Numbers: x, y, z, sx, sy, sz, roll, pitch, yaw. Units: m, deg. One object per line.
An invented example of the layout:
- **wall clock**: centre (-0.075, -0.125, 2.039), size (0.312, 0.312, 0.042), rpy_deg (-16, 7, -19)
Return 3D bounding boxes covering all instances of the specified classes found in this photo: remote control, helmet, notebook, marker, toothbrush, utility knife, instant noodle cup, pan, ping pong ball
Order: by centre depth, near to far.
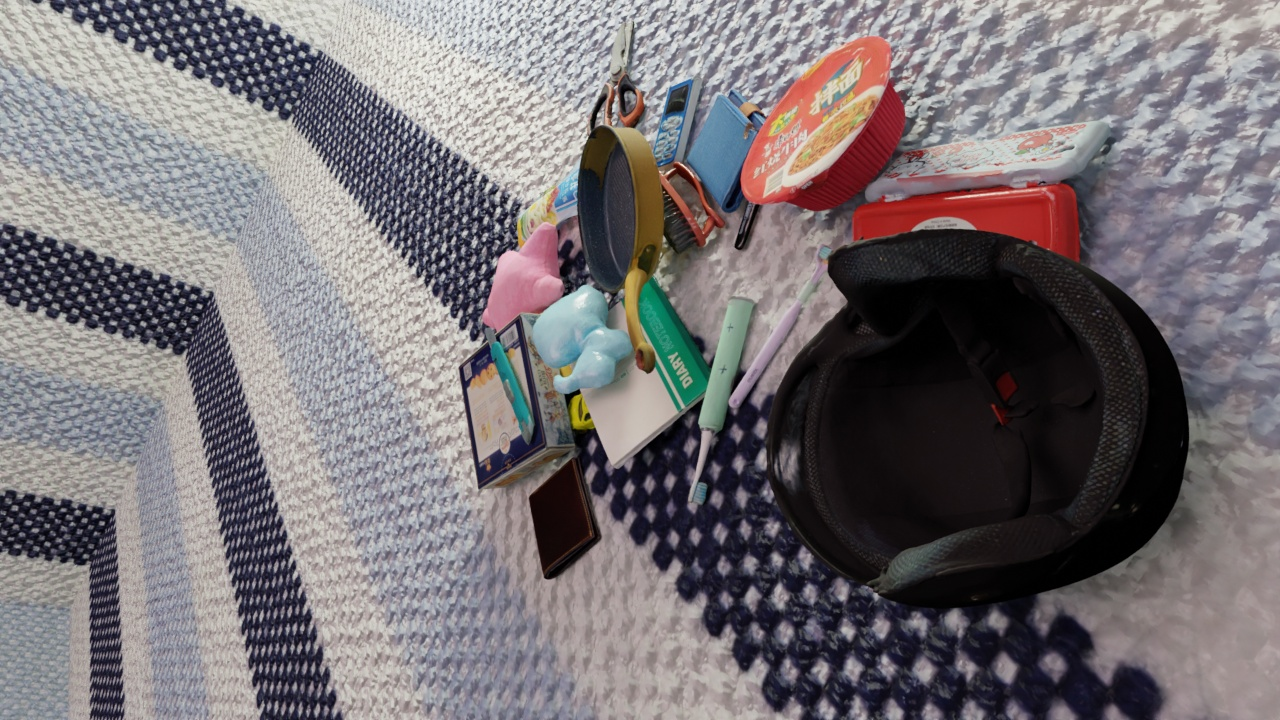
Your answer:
- **helmet**: centre (0.219, 0.046, 0.617), size (0.276, 0.229, 0.233), rpy_deg (-27, 60, 51)
- **instant noodle cup**: centre (0.185, -0.215, 0.890), size (0.194, 0.066, 0.193), rpy_deg (-43, 27, 28)
- **toothbrush**: centre (0.142, -0.030, 0.920), size (0.189, 0.029, 0.021), rpy_deg (-59, -2, 15)
- **toothbrush**: centre (0.080, 0.040, 0.955), size (0.027, 0.026, 0.224), rpy_deg (14, 81, 9)
- **marker**: centre (0.126, -0.181, 1.013), size (0.018, 0.015, 0.124), rpy_deg (12, 83, 58)
- **pan**: centre (-0.018, -0.122, 1.041), size (0.198, 0.078, 0.357), rpy_deg (105, 150, -44)
- **notebook**: centre (-0.006, 0.006, 1.064), size (0.150, 0.012, 0.209), rpy_deg (-40, 44, 12)
- **utility knife**: centre (-0.166, 0.026, 1.145), size (0.029, 0.013, 0.179), rpy_deg (-52, 51, 35)
- **ping pong ball**: centre (-0.084, 0.013, 1.159), size (0.040, 0.040, 0.040), rpy_deg (-26, 54, 42)
- **remote control**: centre (0.046, -0.299, 1.161), size (0.049, 0.024, 0.124), rpy_deg (-2, 71, 51)

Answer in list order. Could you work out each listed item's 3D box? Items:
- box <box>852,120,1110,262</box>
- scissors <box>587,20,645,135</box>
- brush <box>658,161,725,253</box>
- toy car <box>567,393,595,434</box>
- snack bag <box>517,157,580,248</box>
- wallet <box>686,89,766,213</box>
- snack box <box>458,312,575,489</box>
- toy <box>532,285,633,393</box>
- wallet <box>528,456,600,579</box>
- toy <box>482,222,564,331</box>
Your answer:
- **box**: centre (0.274, -0.133, 0.770), size (0.202, 0.073, 0.154), rpy_deg (5, 74, 52)
- **scissors**: centre (-0.021, -0.398, 1.290), size (0.207, 0.015, 0.192), rpy_deg (-53, 48, -1)
- **brush**: centre (0.046, -0.183, 1.081), size (0.069, 0.063, 0.145), rpy_deg (-30, 45, 1)
- **toy car**: centre (-0.059, 0.055, 1.116), size (0.105, 0.032, 0.048), rpy_deg (-28, 53, 43)
- **snack bag**: centre (-0.106, -0.229, 1.306), size (0.192, 0.039, 0.110), rpy_deg (-33, 38, 37)
- **wallet**: centre (0.103, -0.241, 1.044), size (0.107, 0.040, 0.133), rpy_deg (-61, 31, 26)
- **snack box**: centre (-0.166, 0.057, 1.191), size (0.178, 0.045, 0.182), rpy_deg (-32, 64, 46)
- **toy**: centre (-0.075, -0.027, 1.094), size (0.156, 0.050, 0.161), rpy_deg (12, 56, 29)
- **wallet**: centre (-0.095, 0.189, 1.108), size (0.096, 0.020, 0.122), rpy_deg (-42, 43, 24)
- **toy**: centre (-0.163, -0.107, 1.280), size (0.195, 0.074, 0.178), rpy_deg (-55, 42, 27)
